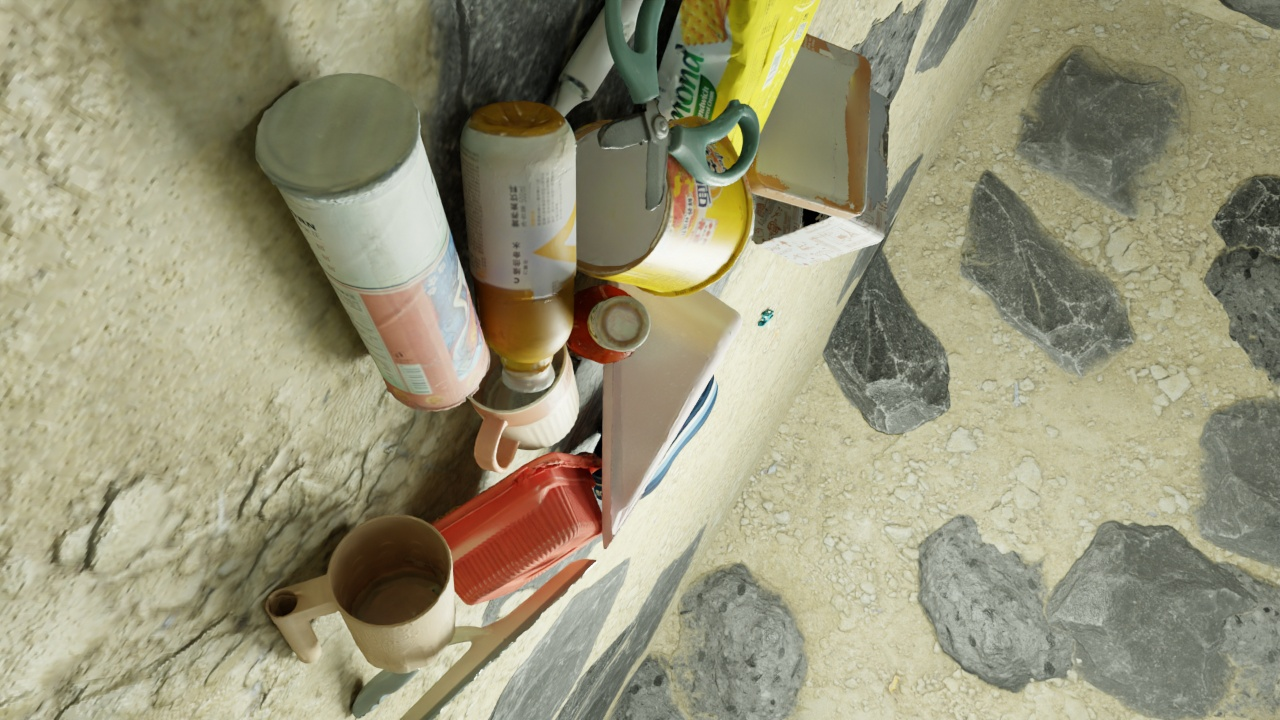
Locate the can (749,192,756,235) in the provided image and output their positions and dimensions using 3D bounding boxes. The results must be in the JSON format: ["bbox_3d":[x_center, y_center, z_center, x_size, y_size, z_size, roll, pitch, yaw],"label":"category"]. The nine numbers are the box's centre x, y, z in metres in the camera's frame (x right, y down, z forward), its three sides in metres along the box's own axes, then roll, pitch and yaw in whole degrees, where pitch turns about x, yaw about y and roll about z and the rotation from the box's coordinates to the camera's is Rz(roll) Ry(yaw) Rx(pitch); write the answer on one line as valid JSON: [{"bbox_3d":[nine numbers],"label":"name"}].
[{"bbox_3d":[0.114,-0.171,1.060,0.146,0.058,0.058,-38,153,-54],"label":"can"}]

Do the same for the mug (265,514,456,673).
[{"bbox_3d":[-0.195,0.179,0.664,0.124,0.084,0.104,-16,147,-18],"label":"mug"}]

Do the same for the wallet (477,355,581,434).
[{"bbox_3d":[-0.099,0.033,0.831,0.097,0.019,0.120,-63,163,2],"label":"wallet"}]

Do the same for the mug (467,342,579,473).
[{"bbox_3d":[-0.095,0.031,0.700,0.106,0.082,0.114,82,23,-68],"label":"mug"}]

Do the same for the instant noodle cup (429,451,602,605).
[{"bbox_3d":[-0.106,0.147,0.800,0.164,0.079,0.188,-35,166,8],"label":"instant noodle cup"}]

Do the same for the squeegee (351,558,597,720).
[{"bbox_3d":[-0.187,0.259,0.785,0.247,0.039,0.245,-35,179,35],"label":"squeegee"}]

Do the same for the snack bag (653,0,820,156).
[{"bbox_3d":[0.076,-0.244,0.760,0.157,0.068,0.247,-43,162,-48],"label":"snack bag"}]

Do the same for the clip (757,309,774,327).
[{"bbox_3d":[0.228,-0.080,1.659,0.056,0.015,0.050,-37,150,-56],"label":"clip"}]

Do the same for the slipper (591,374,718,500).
[{"bbox_3d":[0.007,0.067,1.090,0.252,0.105,0.095,-52,136,-47],"label":"slipper"}]

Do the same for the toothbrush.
[{"bbox_3d":[-0.029,-0.205,0.611,0.221,0.026,0.027,-59,153,-7],"label":"toothbrush"}]

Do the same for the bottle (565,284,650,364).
[{"bbox_3d":[-0.025,-0.026,0.656,0.059,0.060,0.206,-60,-172,-2],"label":"bottle"}]

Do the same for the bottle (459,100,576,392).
[{"bbox_3d":[-0.075,-0.064,0.583,0.067,0.068,0.190,-44,146,-46],"label":"bottle"}]

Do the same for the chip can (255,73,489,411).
[{"bbox_3d":[-0.131,-0.048,0.490,0.071,0.071,0.215,-54,163,-24],"label":"chip can"}]

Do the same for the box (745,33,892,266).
[{"bbox_3d":[0.157,-0.218,0.957,0.157,0.193,0.183,-18,-120,55],"label":"box"}]

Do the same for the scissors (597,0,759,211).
[{"bbox_3d":[0.021,-0.188,0.604,0.169,0.019,0.178,-24,106,-45],"label":"scissors"}]

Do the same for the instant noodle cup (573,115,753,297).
[{"bbox_3d":[-0.001,-0.116,0.681,0.109,0.138,0.138,-7,125,-60],"label":"instant noodle cup"}]

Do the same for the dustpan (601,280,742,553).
[{"bbox_3d":[-0.005,0.005,0.879,0.274,0.139,0.222,-61,175,17],"label":"dustpan"}]
